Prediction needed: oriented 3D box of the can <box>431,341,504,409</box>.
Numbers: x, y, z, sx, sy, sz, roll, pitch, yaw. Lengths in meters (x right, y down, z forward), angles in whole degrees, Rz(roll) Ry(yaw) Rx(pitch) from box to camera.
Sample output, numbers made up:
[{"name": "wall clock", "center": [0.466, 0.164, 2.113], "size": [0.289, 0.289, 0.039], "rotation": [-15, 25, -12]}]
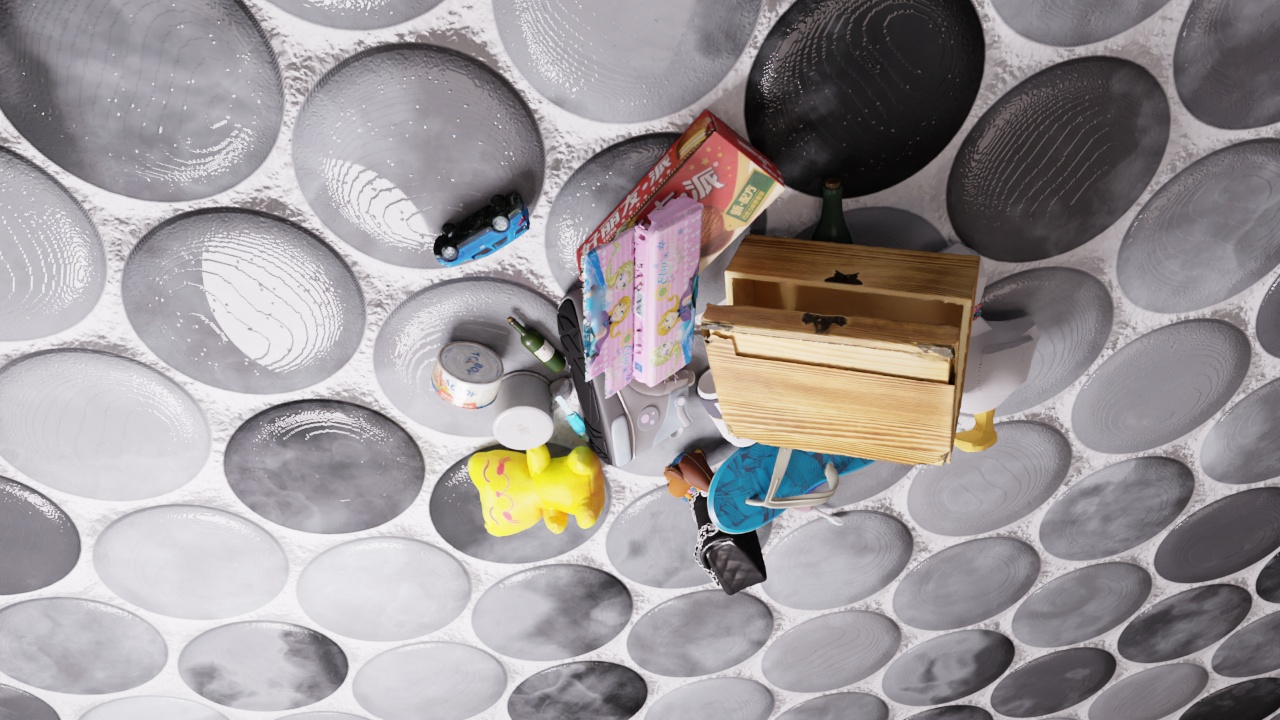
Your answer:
[{"name": "can", "center": [-0.216, 0.018, 1.149], "size": [0.086, 0.086, 0.043], "rotation": [11, 127, -19]}]

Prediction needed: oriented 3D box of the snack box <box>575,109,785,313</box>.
[{"name": "snack box", "center": [0.042, -0.161, 1.060], "size": [0.113, 0.060, 0.237], "rotation": [32, 118, -29]}]

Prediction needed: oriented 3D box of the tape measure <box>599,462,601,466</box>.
[{"name": "tape measure", "center": [-0.084, 0.162, 1.330], "size": [0.068, 0.030, 0.059], "rotation": [-34, 127, 22]}]

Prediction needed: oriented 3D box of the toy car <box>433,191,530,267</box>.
[{"name": "toy car", "center": [-0.179, -0.144, 1.040], "size": [0.120, 0.056, 0.043], "rotation": [-26, 130, 10]}]

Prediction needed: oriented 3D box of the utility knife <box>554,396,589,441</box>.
[{"name": "utility knife", "center": [-0.086, 0.078, 1.225], "size": [0.022, 0.015, 0.169], "rotation": [-11, 157, 4]}]

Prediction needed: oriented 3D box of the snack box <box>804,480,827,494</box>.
[{"name": "snack box", "center": [0.231, 0.170, 1.374], "size": [0.150, 0.027, 0.082], "rotation": [-34, 124, 2]}]

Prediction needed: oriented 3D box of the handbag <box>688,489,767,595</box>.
[{"name": "handbag", "center": [0.110, 0.262, 1.375], "size": [0.115, 0.153, 0.125], "rotation": [-24, 125, 15]}]

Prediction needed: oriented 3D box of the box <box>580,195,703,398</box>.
[{"name": "box", "center": [0.002, -0.056, 1.023], "size": [0.159, 0.035, 0.231], "rotation": [-33, 142, -32]}]

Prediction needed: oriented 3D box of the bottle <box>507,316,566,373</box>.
[{"name": "bottle", "center": [-0.134, -0.022, 1.170], "size": [0.025, 0.025, 0.106], "rotation": [-31, 128, 16]}]

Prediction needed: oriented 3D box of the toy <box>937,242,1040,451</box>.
[{"name": "toy", "center": [0.431, -0.022, 1.205], "size": [0.246, 0.141, 0.268], "rotation": [-7, 108, -26]}]

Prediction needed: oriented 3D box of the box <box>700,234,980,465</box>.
[{"name": "box", "center": [0.236, 0.006, 1.085], "size": [0.279, 0.175, 0.248], "rotation": [7, 132, 20]}]

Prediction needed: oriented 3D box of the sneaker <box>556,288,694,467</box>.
[{"name": "sneaker", "center": [-0.008, 0.007, 1.189], "size": [0.160, 0.093, 0.257], "rotation": [-22, 121, -20]}]

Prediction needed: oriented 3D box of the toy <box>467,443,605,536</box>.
[{"name": "toy", "center": [-0.140, 0.170, 1.275], "size": [0.194, 0.087, 0.134], "rotation": [-11, 100, 22]}]

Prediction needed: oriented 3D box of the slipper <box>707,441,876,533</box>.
[{"name": "slipper", "center": [0.227, 0.149, 1.296], "size": [0.294, 0.060, 0.118], "rotation": [-22, 91, -14]}]

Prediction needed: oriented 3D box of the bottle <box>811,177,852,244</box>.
[{"name": "bottle", "center": [0.232, -0.142, 1.114], "size": [0.055, 0.055, 0.174], "rotation": [-10, 129, -2]}]

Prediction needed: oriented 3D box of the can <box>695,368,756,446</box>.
[{"name": "can", "center": [0.128, 0.067, 1.265], "size": [0.064, 0.064, 0.127], "rotation": [-26, 129, 12]}]

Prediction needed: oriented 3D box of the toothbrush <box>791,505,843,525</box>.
[{"name": "toothbrush", "center": [0.239, 0.220, 1.438], "size": [0.222, 0.027, 0.027], "rotation": [28, 162, -29]}]

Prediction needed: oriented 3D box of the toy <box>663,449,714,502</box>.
[{"name": "toy", "center": [0.078, 0.183, 1.335], "size": [0.070, 0.103, 0.090], "rotation": [-29, 158, -35]}]

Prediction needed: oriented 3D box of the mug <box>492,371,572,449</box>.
[{"name": "mug", "center": [-0.142, 0.062, 1.211], "size": [0.113, 0.070, 0.084], "rotation": [-19, 130, 9]}]

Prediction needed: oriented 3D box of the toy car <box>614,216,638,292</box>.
[{"name": "toy car", "center": [-0.026, -0.109, 1.023], "size": [0.047, 0.047, 0.112], "rotation": [12, 132, 9]}]
